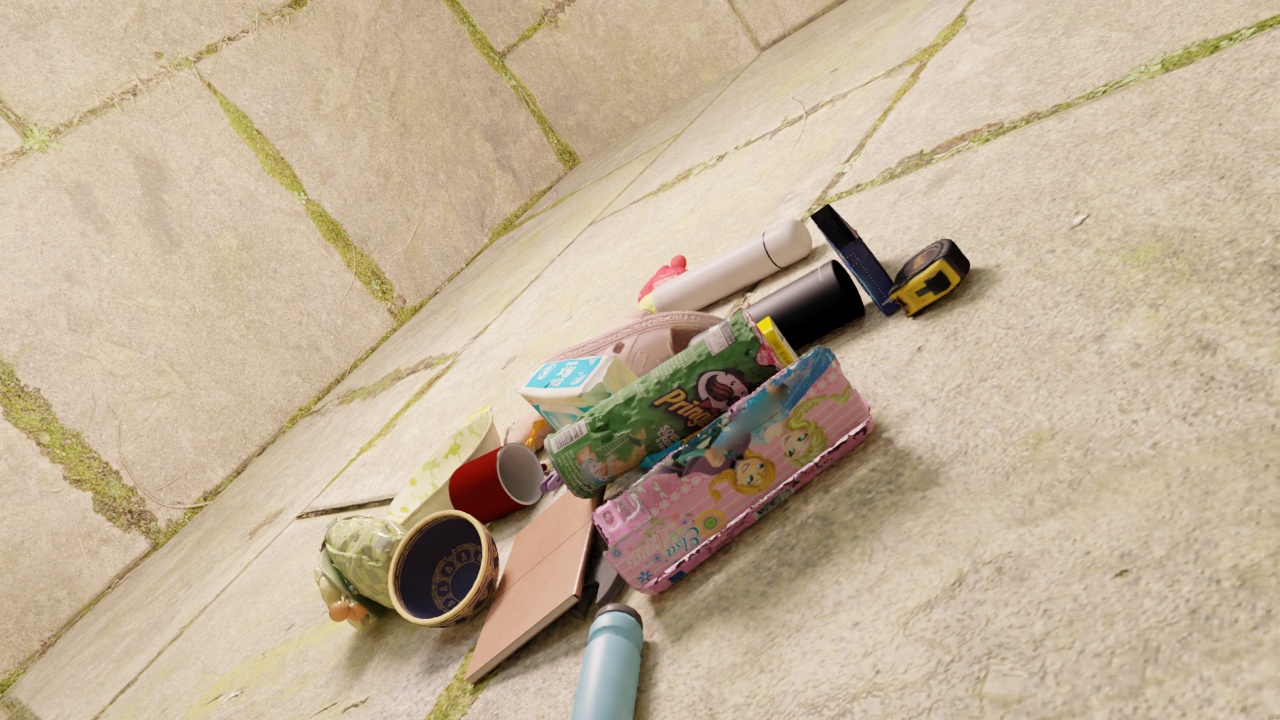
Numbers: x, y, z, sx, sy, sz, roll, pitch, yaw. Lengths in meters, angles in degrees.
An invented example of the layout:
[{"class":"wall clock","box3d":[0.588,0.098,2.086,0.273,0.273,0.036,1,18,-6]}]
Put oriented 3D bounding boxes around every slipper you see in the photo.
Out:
[{"class":"slipper","box3d":[-0.006,0.006,1.031,0.240,0.094,0.064,-15,63,26]}]

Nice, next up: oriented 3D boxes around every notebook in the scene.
[{"class":"notebook","box3d":[-0.088,0.186,0.844,0.142,0.008,0.208,-42,15,22]}]

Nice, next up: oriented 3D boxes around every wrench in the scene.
[{"class":"wrench","box3d":[-0.051,0.163,0.861,0.073,0.018,0.273,-37,16,4]}]

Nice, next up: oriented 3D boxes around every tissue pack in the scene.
[{"class":"tissue pack","box3d":[-0.049,0.053,0.965,0.066,0.117,0.210,-48,19,-20]}]

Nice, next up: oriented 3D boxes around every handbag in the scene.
[{"class":"handbag","box3d":[-0.293,0.236,0.999,0.187,0.113,0.116,-7,42,57]}]

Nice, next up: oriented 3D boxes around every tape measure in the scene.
[{"class":"tape measure","box3d":[0.261,-0.076,0.817,0.063,0.038,0.067,-35,13,39]}]

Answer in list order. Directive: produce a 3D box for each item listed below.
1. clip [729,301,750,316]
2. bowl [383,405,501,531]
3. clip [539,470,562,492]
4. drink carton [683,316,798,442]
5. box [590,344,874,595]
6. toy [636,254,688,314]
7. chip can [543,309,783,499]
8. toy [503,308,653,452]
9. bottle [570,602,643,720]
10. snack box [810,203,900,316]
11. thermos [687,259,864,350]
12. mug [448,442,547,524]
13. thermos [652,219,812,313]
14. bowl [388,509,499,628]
[{"class":"clip","box3d":[0.125,-0.056,1.050,0.043,0.025,0.060,-28,16,30]},{"class":"bowl","box3d":[-0.236,0.153,1.158,0.189,0.060,0.218,-29,21,45]},{"class":"clip","box3d":[-0.090,0.128,1.030,0.036,0.013,0.053,-21,21,40]},{"class":"drink carton","box3d":[0.084,0.020,0.882,0.135,0.058,0.042,-34,16,14]},{"class":"box","box3d":[0.061,0.074,0.697,0.230,0.096,0.085,-37,53,1]},{"class":"toy","box3d":[0.035,-0.104,1.308,0.092,0.045,0.134,-24,28,33]},{"class":"chip can","box3d":[0.020,0.043,0.825,0.223,0.075,0.075,-33,18,11]},{"class":"toy","box3d":[-0.064,0.031,1.143,0.264,0.065,0.196,-44,18,-11]},{"class":"bottle","box3d":[-0.021,0.215,0.629,0.040,0.040,0.129,-32,19,19]},{"class":"snack box","box3d":[0.211,-0.102,0.900,0.027,0.082,0.150,-35,17,13]},{"class":"thermos","box3d":[0.109,-0.020,0.928,0.232,0.061,0.061,-29,19,26]},{"class":"mug","box3d":[-0.154,0.138,1.052,0.083,0.073,0.105,-26,-8,33]},{"class":"thermos","box3d":[0.115,-0.113,1.164,0.225,0.052,0.052,-25,22,36]},{"class":"bowl","box3d":[-0.183,0.211,0.904,0.113,0.061,0.112,-14,56,21]}]
